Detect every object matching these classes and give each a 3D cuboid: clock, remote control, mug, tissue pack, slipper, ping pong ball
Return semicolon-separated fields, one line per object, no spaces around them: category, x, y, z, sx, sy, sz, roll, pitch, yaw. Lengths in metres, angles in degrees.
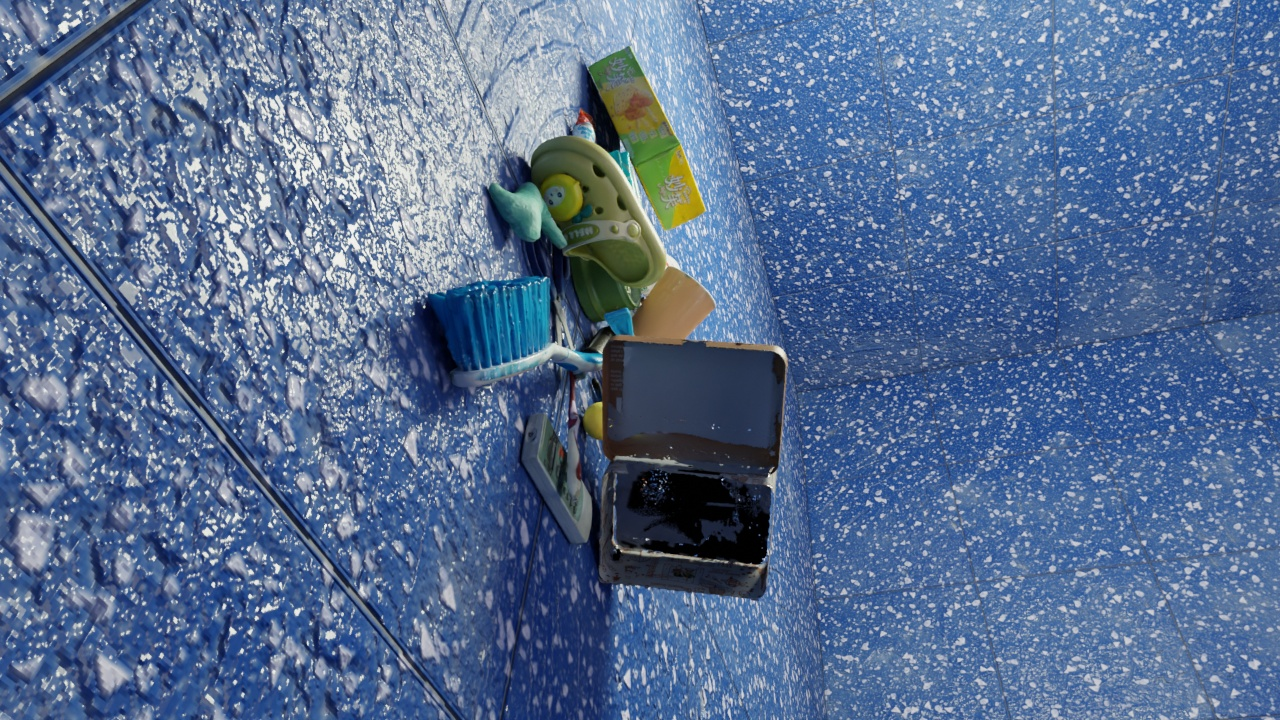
clock;-0.043;-0.122;1.072;0.116;0.056;0.161;-63;140;-70
remote control;-0.075;0.112;0.848;0.056;0.019;0.135;-86;160;-46
mug;0.025;-0.044;1.119;0.122;0.078;0.078;-51;151;-8
tissue pack;-0.025;-0.209;1.180;0.133;0.050;0.093;39;40;-86
slipper;-0.046;-0.142;0.952;0.190;0.092;0.081;51;39;-23
ping pong ball;-0.041;0.064;0.972;0.040;0.040;0.040;-10;89;-76

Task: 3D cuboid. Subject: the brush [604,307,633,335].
brush;-0.006;0.006;1.026;0.255;0.083;0.045;71;4;-61

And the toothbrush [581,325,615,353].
toothbrush;-0.039;-0.028;1.075;0.026;0.027;0.212;47;16;-6

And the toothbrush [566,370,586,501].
toothbrush;-0.060;0.061;0.876;0.187;0.017;0.016;-95;165;-49

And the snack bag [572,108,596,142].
snack bag;-0.071;-0.260;1.126;0.045;0.026;0.105;72;17;-57

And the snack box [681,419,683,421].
snack box;0.034;0.069;1.239;0.207;0.058;0.057;23;61;-74

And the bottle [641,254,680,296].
bottle;-0.002;-0.127;1.231;0.196;0.068;0.068;14;66;-71

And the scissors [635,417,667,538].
scissors;0.011;0.119;1.031;0.148;0.022;0.235;-47;140;-44

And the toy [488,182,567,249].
toy;-0.104;-0.140;0.877;0.096;0.030;0.091;54;21;-19

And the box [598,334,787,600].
box;0.051;0.102;0.918;0.082;0.177;0.260;-61;153;-69

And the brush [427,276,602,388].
brush;-0.086;-0.022;0.801;0.313;0.061;0.109;-30;115;-70

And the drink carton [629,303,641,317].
drink carton;0.030;-0.018;1.200;0.122;0.045;0.053;43;9;-26

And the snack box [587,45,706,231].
snack box;0.010;-0.309;1.284;0.158;0.070;0.209;57;10;-58

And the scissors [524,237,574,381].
scissors;-0.087;-0.067;0.948;0.162;0.012;0.174;67;19;-47

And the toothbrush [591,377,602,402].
toothbrush;-0.026;0.099;1.070;0.016;0.014;0.190;-50;132;-41

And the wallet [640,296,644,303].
wallet;0.009;-0.025;1.292;0.115;0.020;0.101;-76;151;-66
